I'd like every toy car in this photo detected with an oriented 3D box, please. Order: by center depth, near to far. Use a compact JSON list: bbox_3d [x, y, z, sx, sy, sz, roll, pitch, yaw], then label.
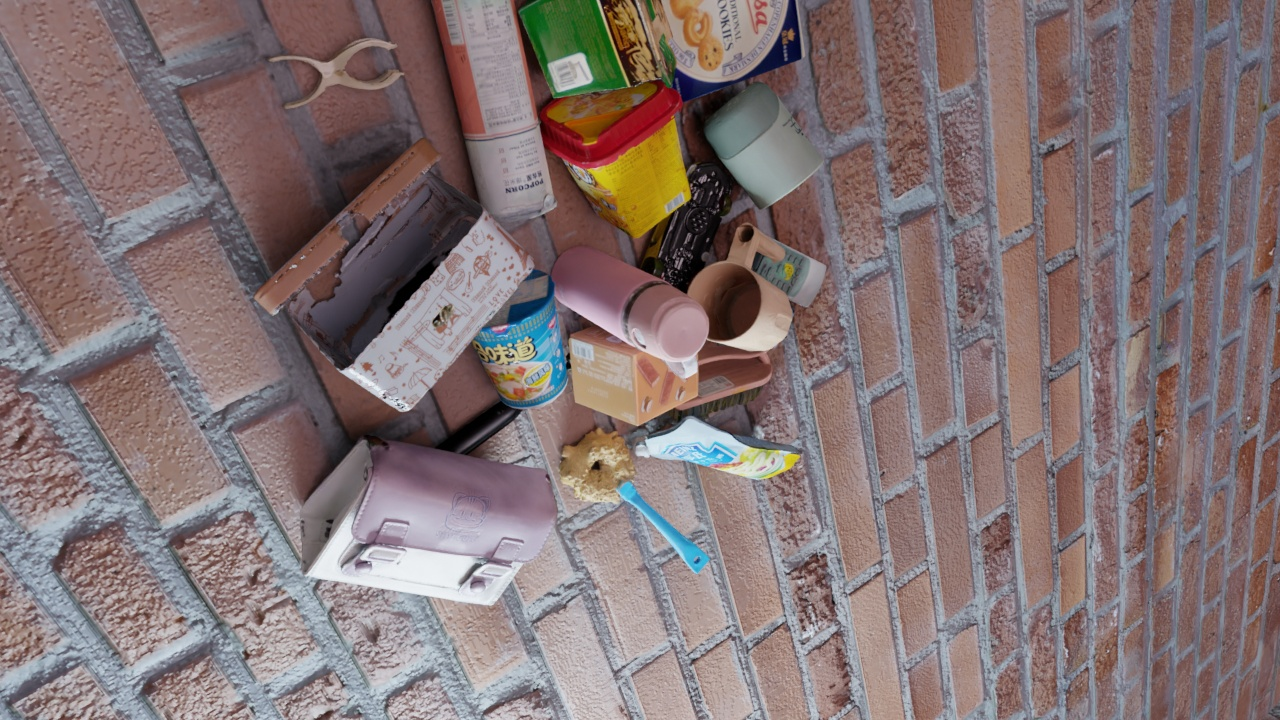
[{"bbox_3d":[0.047,-0.133,0.956,0.071,0.041,0.156,10,108,-34],"label":"toy car"}]

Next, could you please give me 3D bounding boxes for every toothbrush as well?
[{"bbox_3d":[-0.138,0.053,0.924,0.212,0.026,0.027,-37,137,-15],"label":"toothbrush"}]

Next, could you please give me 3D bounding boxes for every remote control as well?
[{"bbox_3d":[0.156,-0.106,1.049,0.135,0.019,0.056,20,97,-35],"label":"remote control"}]

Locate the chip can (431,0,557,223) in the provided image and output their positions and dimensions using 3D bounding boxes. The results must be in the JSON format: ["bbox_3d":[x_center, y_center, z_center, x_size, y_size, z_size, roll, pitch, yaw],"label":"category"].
[{"bbox_3d":[-0.127,-0.232,0.792,0.071,0.071,0.215,-22,118,-23],"label":"chip can"}]

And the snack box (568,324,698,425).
[{"bbox_3d":[-0.006,0.005,0.934,0.094,0.093,0.077,-24,121,-41],"label":"snack box"}]

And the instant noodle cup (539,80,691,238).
[{"bbox_3d":[-0.016,-0.192,0.860,0.116,0.116,0.124,-39,136,-13],"label":"instant noodle cup"}]

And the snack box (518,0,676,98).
[{"bbox_3d":[-0.037,-0.285,0.784,0.106,0.117,0.118,-16,119,15],"label":"snack box"}]

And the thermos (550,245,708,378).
[{"bbox_3d":[-0.010,-0.047,0.859,0.067,0.199,0.087,-33,124,-19],"label":"thermos"}]

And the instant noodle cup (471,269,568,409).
[{"bbox_3d":[-0.116,-0.015,0.876,0.099,0.099,0.110,-29,130,-20],"label":"instant noodle cup"}]

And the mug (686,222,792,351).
[{"bbox_3d":[0.112,-0.073,0.966,0.103,0.084,0.124,14,94,-62],"label":"mug"}]

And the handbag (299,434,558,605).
[{"bbox_3d":[-0.195,0.151,0.861,0.196,0.098,0.145,20,119,-36],"label":"handbag"}]

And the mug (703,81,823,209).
[{"bbox_3d":[0.125,-0.224,0.941,0.082,0.111,0.106,-35,99,26],"label":"mug"}]

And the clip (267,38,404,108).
[{"bbox_3d":[-0.242,-0.226,0.748,0.103,0.034,0.076,-29,121,-14],"label":"clip"}]

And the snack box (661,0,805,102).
[{"bbox_3d":[0.064,-0.356,0.879,0.182,0.046,0.178,-26,120,-21],"label":"snack box"}]

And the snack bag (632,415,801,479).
[{"bbox_3d":[0.086,0.101,1.040,0.190,0.111,0.038,16,69,-37],"label":"snack bag"}]

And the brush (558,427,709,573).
[{"bbox_3d":[0.002,0.167,1.038,0.083,0.046,0.254,-48,120,-9],"label":"brush"}]

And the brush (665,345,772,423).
[{"bbox_3d":[0.087,0.018,1.027,0.145,0.063,0.073,-15,126,-27],"label":"brush"}]

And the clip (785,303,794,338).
[{"bbox_3d":[0.167,-0.046,1.068,0.027,0.024,0.056,-15,139,-24],"label":"clip"}]

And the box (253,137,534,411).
[{"bbox_3d":[-0.215,-0.089,0.750,0.181,0.148,0.158,-50,141,-6],"label":"box"}]
